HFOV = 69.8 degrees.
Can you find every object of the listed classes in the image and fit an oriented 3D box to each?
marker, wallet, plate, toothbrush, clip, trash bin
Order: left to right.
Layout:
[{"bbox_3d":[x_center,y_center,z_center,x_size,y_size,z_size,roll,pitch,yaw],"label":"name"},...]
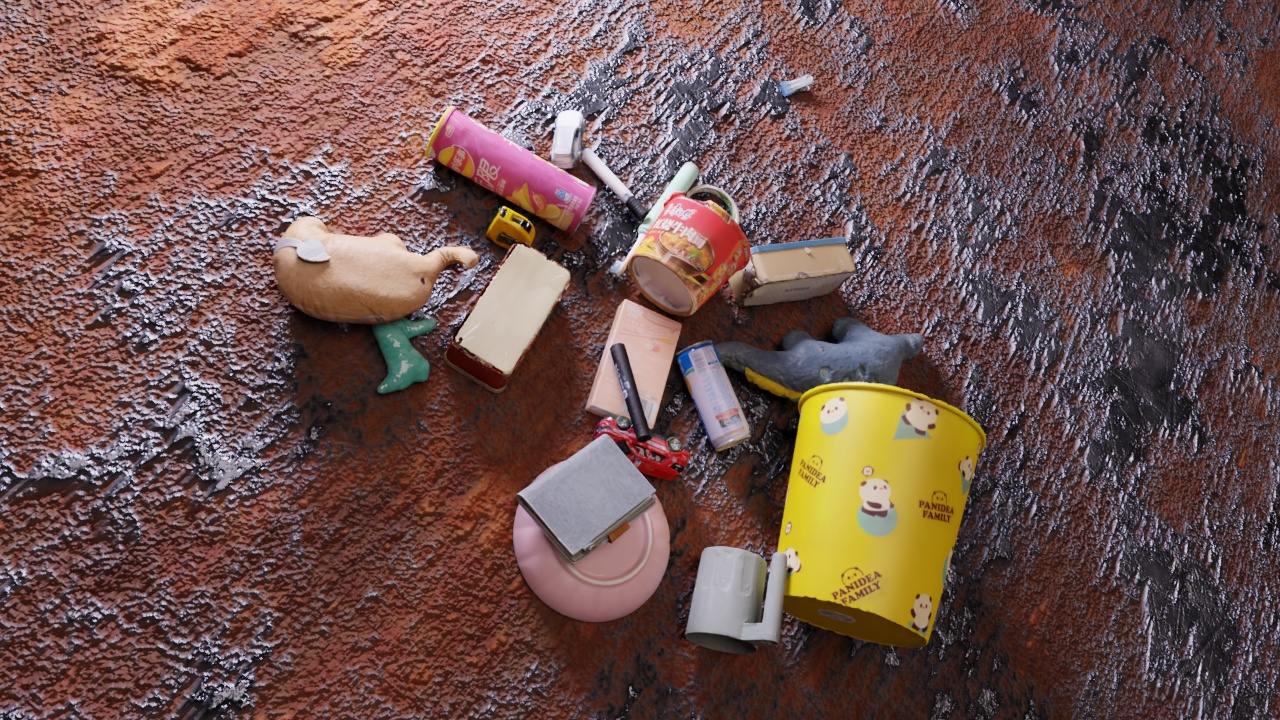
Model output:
[{"bbox_3d":[-0.056,0.156,1.026,0.129,0.037,0.106,-33,73,-31],"label":"wallet"},{"bbox_3d":[-0.049,0.200,1.056,0.192,0.039,0.192,9,66,-20],"label":"plate"},{"bbox_3d":[-0.038,-0.240,1.244,0.130,0.023,0.018,47,32,10],"label":"marker"},{"bbox_3d":[-0.011,0.037,1.101,0.022,0.020,0.132,13,48,-43],"label":"marker"},{"bbox_3d":[0.021,-0.192,1.253,0.027,0.026,0.223,22,59,18],"label":"toothbrush"},{"bbox_3d":[0.247,-0.435,1.452,0.056,0.029,0.024,-18,76,-21],"label":"clip"},{"bbox_3d":[0.274,0.190,1.102,0.229,0.230,0.254,24,68,-13],"label":"trash bin"}]

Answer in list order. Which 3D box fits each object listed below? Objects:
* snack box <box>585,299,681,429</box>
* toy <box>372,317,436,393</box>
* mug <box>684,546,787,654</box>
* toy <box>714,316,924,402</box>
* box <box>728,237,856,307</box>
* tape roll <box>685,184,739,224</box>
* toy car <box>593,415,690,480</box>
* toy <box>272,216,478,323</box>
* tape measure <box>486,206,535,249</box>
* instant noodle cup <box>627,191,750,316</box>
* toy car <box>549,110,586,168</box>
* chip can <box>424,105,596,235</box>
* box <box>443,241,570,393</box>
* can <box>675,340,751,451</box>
[{"bbox_3d":[-0.007,0.007,1.159,0.084,0.026,0.157,23,62,-12],"label":"snack box"},{"bbox_3d":[-0.271,-0.014,1.054,0.096,0.030,0.092,-21,81,-31],"label":"toy"},{"bbox_3d":[0.115,0.273,1.050,0.083,0.124,0.103,33,55,-32],"label":"mug"},{"bbox_3d":[0.271,0.008,1.250,0.355,0.092,0.137,-6,44,-26],"label":"toy"},{"bbox_3d":[0.214,-0.123,1.271,0.184,0.090,0.059,-11,73,-29],"label":"box"},{"bbox_3d":[0.100,-0.209,1.300,0.085,0.014,0.085,8,66,-20],"label":"tape roll"},{"bbox_3d":[0.001,0.107,1.107,0.120,0.053,0.045,25,57,-10],"label":"toy car"},{"bbox_3d":[-0.298,-0.099,1.046,0.225,0.083,0.143,6,56,-22],"label":"toy"},{"bbox_3d":[-0.161,-0.159,1.143,0.057,0.060,0.028,27,61,-17],"label":"tape measure"},{"bbox_3d":[0.058,-0.130,1.189,0.138,0.138,0.108,40,68,-3],"label":"instant noodle cup"},{"bbox_3d":[-0.099,-0.299,1.234,0.043,0.034,0.090,3,64,9],"label":"toy car"},{"bbox_3d":[-0.163,-0.240,1.167,0.210,0.072,0.071,28,61,-11],"label":"chip can"},{"bbox_3d":[-0.153,-0.055,1.093,0.091,0.077,0.168,32,61,-7],"label":"box"},{"bbox_3d":[0.093,0.045,1.170,0.053,0.053,0.134,-15,76,-27],"label":"can"}]
